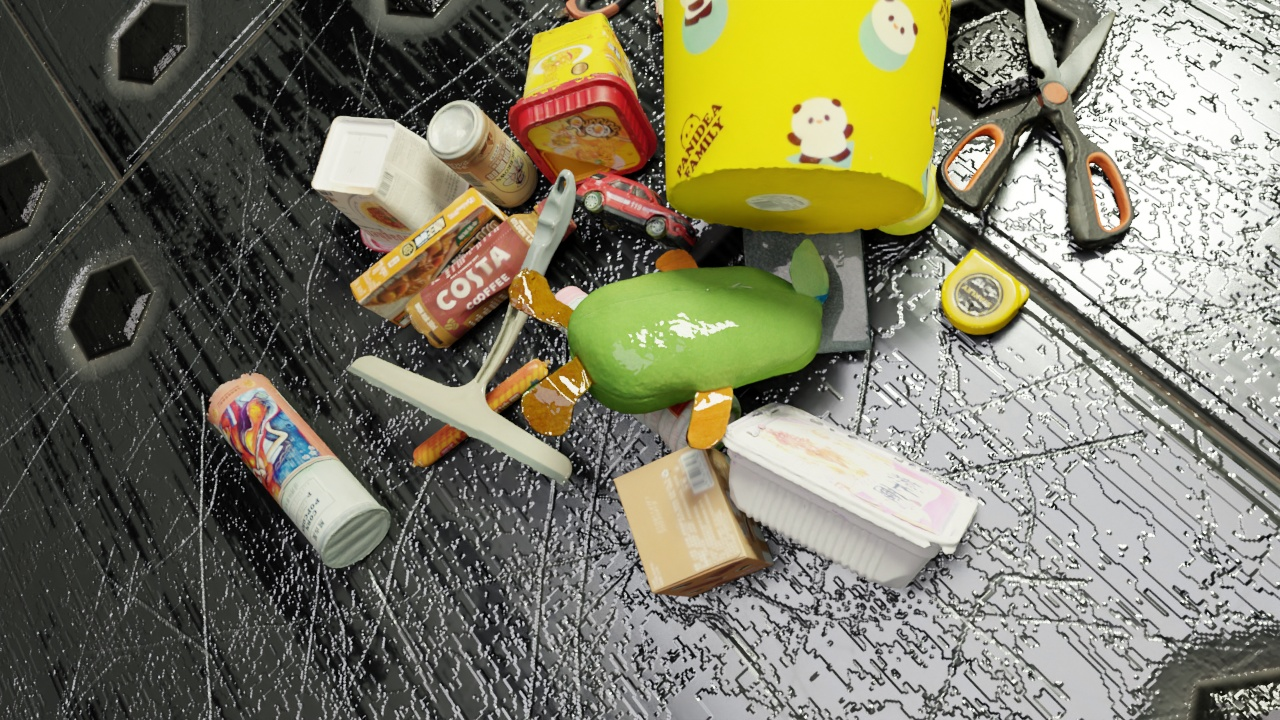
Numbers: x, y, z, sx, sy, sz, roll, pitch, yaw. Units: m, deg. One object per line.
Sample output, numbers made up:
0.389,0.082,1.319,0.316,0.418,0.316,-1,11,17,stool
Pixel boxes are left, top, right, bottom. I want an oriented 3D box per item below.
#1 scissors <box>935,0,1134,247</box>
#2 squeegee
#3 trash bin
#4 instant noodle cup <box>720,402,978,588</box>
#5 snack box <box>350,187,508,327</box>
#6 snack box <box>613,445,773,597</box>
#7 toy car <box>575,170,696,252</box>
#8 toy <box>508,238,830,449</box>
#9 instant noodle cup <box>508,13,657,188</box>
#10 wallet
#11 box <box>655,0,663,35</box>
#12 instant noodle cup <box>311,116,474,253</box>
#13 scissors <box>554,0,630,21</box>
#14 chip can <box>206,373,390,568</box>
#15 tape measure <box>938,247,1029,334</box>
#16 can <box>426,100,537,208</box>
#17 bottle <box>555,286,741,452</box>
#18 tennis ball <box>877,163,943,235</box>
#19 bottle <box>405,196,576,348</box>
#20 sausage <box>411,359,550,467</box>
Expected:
0.322,-0.184,0.720,0.220,0.022,0.224,-33,77,-10,scissors
-0.110,-0.052,0.812,0.247,0.039,0.246,24,89,23,squeegee
0.118,-0.236,0.663,0.230,0.229,0.255,2,85,22,trash bin
0.145,0.099,0.667,0.173,0.137,0.060,27,109,22,instant noodle cup
-0.195,-0.096,0.878,0.154,0.075,0.026,-37,64,8,snack box
0.043,0.126,0.711,0.077,0.094,0.092,-26,68,13,snack box
-0.003,-0.134,0.826,0.120,0.053,0.045,29,89,25,toy car
0.026,-0.018,0.697,0.246,0.090,0.226,-7,47,-2,toy
-0.053,-0.243,0.851,0.116,0.116,0.123,-13,60,17,instant noodle cup
0.135,-0.064,0.747,0.097,0.019,0.121,-5,86,19,wallet
0.099,-0.342,0.832,0.168,0.079,0.091,-9,73,18,box
-0.240,-0.172,0.889,0.116,0.124,0.116,10,79,23,instant noodle cup
0.012,-0.380,0.912,0.206,0.015,0.194,40,91,26,scissors
-0.330,0.100,0.877,0.215,0.071,0.071,40,91,26,chip can
0.263,-0.048,0.712,0.057,0.029,0.060,-47,65,2,tape measure
-0.147,-0.192,0.863,0.059,0.116,0.058,-6,73,20,can
-0.005,0.005,0.783,0.197,0.068,0.068,40,91,29,bottle
0.210,-0.133,0.736,0.065,0.065,0.065,-6,73,20,tennis ball
-0.138,-0.085,0.862,0.175,0.057,0.057,-39,65,7,bottle
-0.149,0.049,0.848,0.165,0.021,0.021,-37,65,8,sausage
